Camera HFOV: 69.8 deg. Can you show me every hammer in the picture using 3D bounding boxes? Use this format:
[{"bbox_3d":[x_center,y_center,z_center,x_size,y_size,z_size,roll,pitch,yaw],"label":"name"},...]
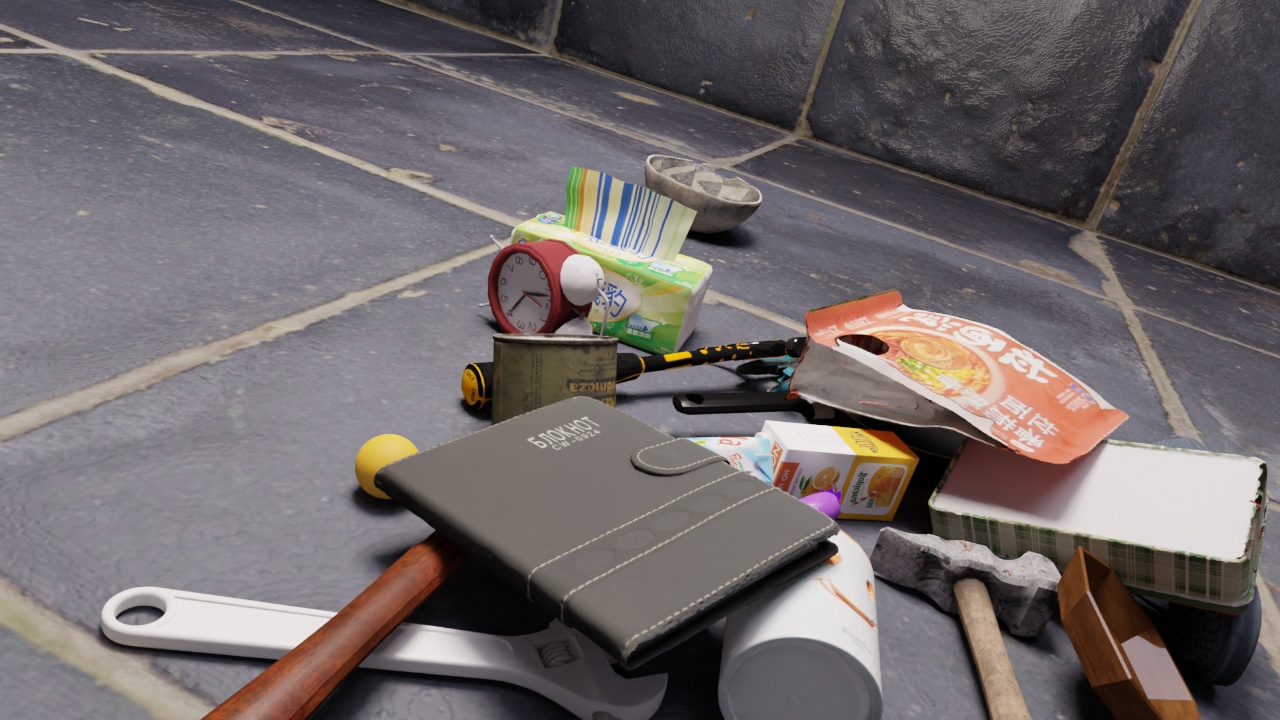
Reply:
[{"bbox_3d":[-0.005,0.005,0.787,0.319,0.036,0.123,-7,2,-34],"label":"hammer"},{"bbox_3d":[0.203,0.200,0.503,0.121,0.049,0.318,14,25,1],"label":"hammer"},{"bbox_3d":[-0.113,0.110,0.475,0.111,0.028,0.300,15,18,13],"label":"hammer"}]

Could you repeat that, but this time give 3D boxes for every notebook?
[{"bbox_3d":[-0.018,0.078,0.501,0.169,0.029,0.209,-18,32,-42],"label":"notebook"}]

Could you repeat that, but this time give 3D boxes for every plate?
[{"bbox_3d":[0.294,0.180,0.557,0.131,0.025,0.131,37,32,-29],"label":"plate"}]

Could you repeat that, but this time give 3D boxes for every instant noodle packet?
[{"bbox_3d":[0.254,0.023,0.734,0.221,0.084,0.164,27,27,36],"label":"instant noodle packet"}]

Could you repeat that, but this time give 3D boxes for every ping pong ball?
[{"bbox_3d":[-0.156,0.066,0.569,0.040,0.040,0.040,13,23,-6],"label":"ping pong ball"}]

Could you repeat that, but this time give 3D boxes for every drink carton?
[{"bbox_3d":[0.141,0.084,0.696,0.122,0.059,0.040,6,25,-22],"label":"drink carton"},{"bbox_3d":[0.030,0.074,0.637,0.128,0.038,0.044,-1,-12,-14],"label":"drink carton"}]

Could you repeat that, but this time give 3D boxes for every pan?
[{"bbox_3d":[0.183,0.048,0.819,0.355,0.044,0.204,0,30,-27],"label":"pan"}]

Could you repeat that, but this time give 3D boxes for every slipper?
[{"bbox_3d":[0.396,0.139,0.706,0.082,0.101,0.262,14,28,14],"label":"slipper"}]

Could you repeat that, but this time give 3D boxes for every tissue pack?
[{"bbox_3d":[-0.025,-0.109,0.919,0.198,0.142,0.120,18,23,3],"label":"tissue pack"}]

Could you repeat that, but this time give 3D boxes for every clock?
[{"bbox_3d":[-0.083,-0.059,0.828,0.138,0.096,0.048,28,26,31],"label":"clock"}]

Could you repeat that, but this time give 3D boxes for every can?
[{"bbox_3d":[-0.062,0.020,0.658,0.090,0.074,0.090,2,4,0],"label":"can"}]

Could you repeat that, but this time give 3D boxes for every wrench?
[{"bbox_3d":[-0.119,0.142,0.454,0.273,0.018,0.066,10,24,-11],"label":"wrench"}]

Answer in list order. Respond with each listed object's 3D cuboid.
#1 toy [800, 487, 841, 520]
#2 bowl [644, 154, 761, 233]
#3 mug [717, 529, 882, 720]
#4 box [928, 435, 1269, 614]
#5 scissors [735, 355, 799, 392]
[{"bbox_3d":[0.078,0.114,0.593,0.088,0.056,0.106,0,-7,-44],"label":"toy"},{"bbox_3d":[0.083,-0.232,1.344,0.178,0.081,0.178,15,23,-7],"label":"bowl"},{"bbox_3d":[0.086,0.147,0.492,0.082,0.082,0.105,18,24,4],"label":"mug"},{"bbox_3d":[0.324,0.105,0.658,0.206,0.050,0.117,5,34,36],"label":"box"},{"bbox_3d":[0.150,0.016,0.908,0.126,0.019,0.144,23,29,-9],"label":"scissors"}]
